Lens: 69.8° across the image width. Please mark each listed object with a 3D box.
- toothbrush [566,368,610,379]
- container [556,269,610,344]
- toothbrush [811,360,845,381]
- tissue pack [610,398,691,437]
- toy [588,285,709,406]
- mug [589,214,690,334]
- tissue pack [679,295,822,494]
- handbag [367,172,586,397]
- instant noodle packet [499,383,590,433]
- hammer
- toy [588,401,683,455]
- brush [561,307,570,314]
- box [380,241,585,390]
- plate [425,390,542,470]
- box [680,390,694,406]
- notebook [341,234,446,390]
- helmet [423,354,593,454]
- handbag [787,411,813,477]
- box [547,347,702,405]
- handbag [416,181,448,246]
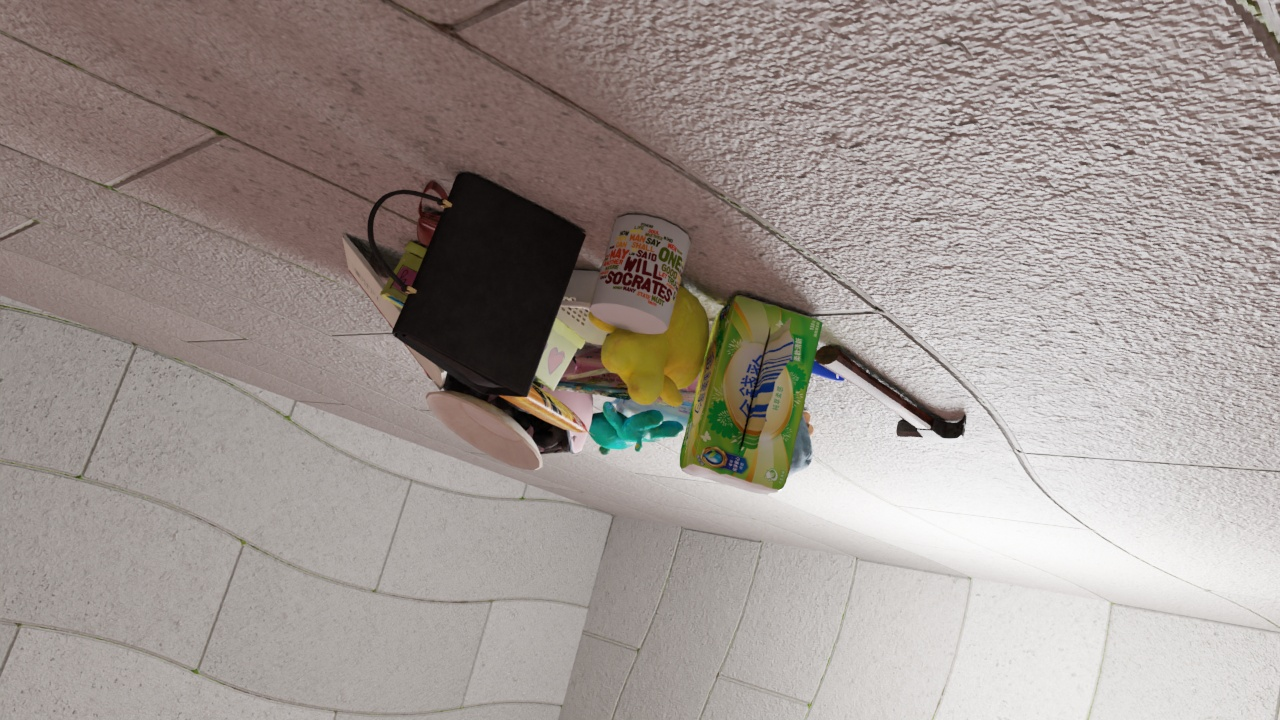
[{"bbox_3d":[-0.007,0.007,1.197,0.181,0.010,0.010,-11,167,-5],"label":"toothbrush"},{"bbox_3d":[-0.053,-0.061,1.062,0.081,0.049,0.129,6,163,31],"label":"container"},{"bbox_3d":[0.170,-0.007,1.110,0.182,0.016,0.018,20,170,-17],"label":"toothbrush"},{"bbox_3d":[0.044,0.072,1.429,0.182,0.070,0.112,17,165,1],"label":"tissue pack"},{"bbox_3d":[0.012,-0.021,0.958,0.092,0.207,0.134,-32,101,32],"label":"toy"},{"bbox_3d":[-0.003,-0.077,0.874,0.073,0.089,0.105,17,166,-9],"label":"mug"},{"bbox_3d":[0.121,0.033,0.948,0.120,0.197,0.141,11,169,-9],"label":"tissue pack"},{"bbox_3d":[-0.168,-0.085,0.853,0.072,0.175,0.195,1,157,46],"label":"handbag"},{"bbox_3d":[-0.155,0.026,1.047,0.160,0.032,0.220,28,174,26],"label":"instant noodle packet"},{"bbox_3d":[0.311,0.047,1.146,0.111,0.028,0.300,1,160,45],"label":"hammer"},{"bbox_3d":[-0.022,0.108,1.380,0.130,0.072,0.194,30,152,-33],"label":"toy"},{"bbox_3d":[-0.109,-0.065,1.182,0.039,0.012,0.151,15,166,3],"label":"brush"},{"bbox_3d":[-0.184,-0.053,1.067,0.221,0.081,0.124,23,171,37],"label":"box"},{"bbox_3d":[-0.214,0.091,1.288,0.189,0.027,0.189,25,156,12],"label":"plate"},{"bbox_3d":[0.076,0.051,1.247,0.232,0.033,0.174,8,-170,31],"label":"box"},{"bbox_3d":[-0.320,-0.056,1.195,0.208,0.012,0.153,53,163,0],"label":"notebook"},{"bbox_3d":[-0.179,0.032,1.338,0.255,0.152,0.230,31,160,-16],"label":"helmet"},{"bbox_3d":[0.201,0.117,1.370,0.118,0.121,0.192,-15,168,-18],"label":"handbag"},{"bbox_3d":[0.007,0.023,1.206,0.231,0.035,0.159,7,-164,25],"label":"box"},{"bbox_3d":[-0.209,-0.151,0.945,0.055,0.029,0.120,13,160,-2],"label":"handbag"}]
